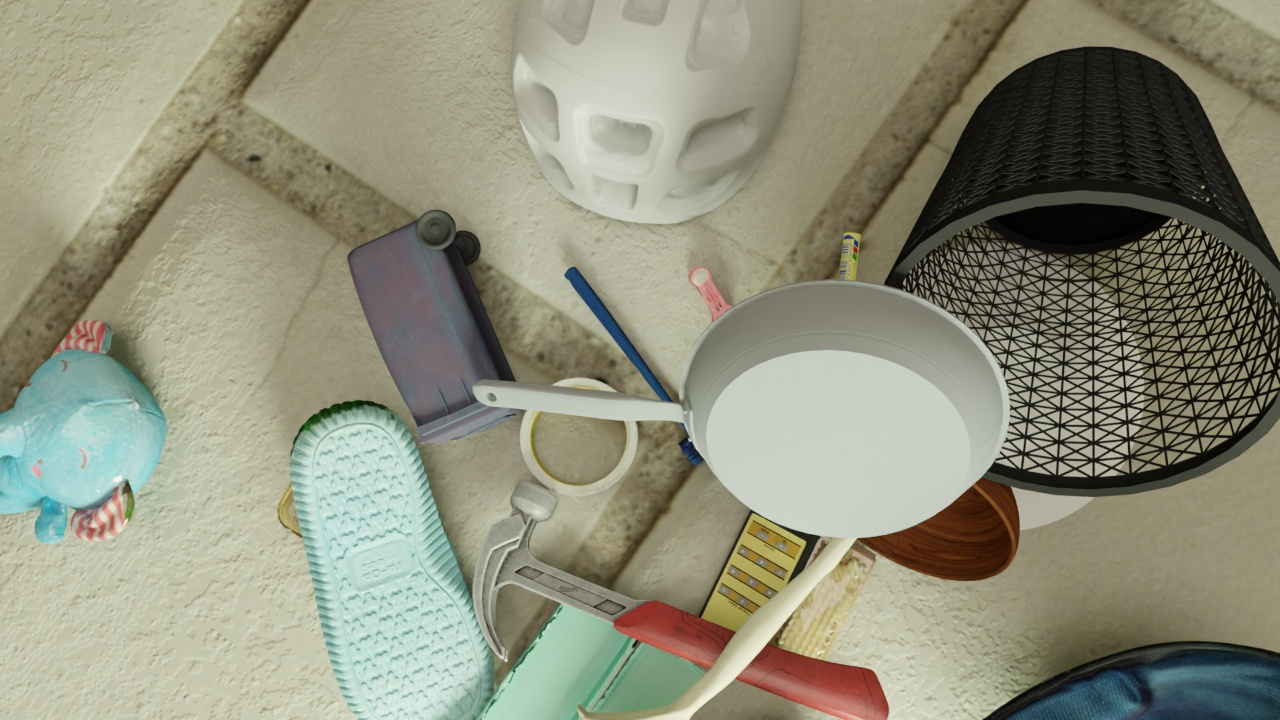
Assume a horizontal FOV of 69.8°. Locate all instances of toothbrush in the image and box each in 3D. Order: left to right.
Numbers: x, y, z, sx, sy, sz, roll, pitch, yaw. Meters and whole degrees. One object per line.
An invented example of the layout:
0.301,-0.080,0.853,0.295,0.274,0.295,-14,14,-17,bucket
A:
-0.004,0.004,0.737,0.017,0.016,0.190,-36,85,7,toothbrush

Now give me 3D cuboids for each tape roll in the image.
-0.049,0.061,0.734,0.094,0.019,0.094,0,86,3,tape roll

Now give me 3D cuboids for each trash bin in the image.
-0.150,-0.021,0.710,0.092,0.094,0.161,-24,88,1,trash bin
0.280,-0.076,0.594,0.217,0.218,0.242,25,47,4,trash bin

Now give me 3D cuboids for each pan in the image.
0.046,0.038,0.591,0.357,0.050,0.201,1,129,16,pan

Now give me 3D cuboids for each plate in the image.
0.280,0.019,0.713,0.229,0.030,0.229,0,86,3,plate

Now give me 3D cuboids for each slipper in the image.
-0.191,0.161,0.690,0.115,0.070,0.276,-19,103,-26,slipper

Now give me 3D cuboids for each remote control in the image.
0.094,0.161,0.708,0.058,0.013,0.133,24,87,37,remote control

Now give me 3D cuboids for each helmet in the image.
0.017,-0.259,0.715,0.224,0.184,0.281,21,67,0,helmet
0.348,0.341,0.584,0.316,0.249,0.236,-26,114,1,helmet

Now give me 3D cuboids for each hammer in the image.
0.025,0.201,0.673,0.316,0.036,0.126,19,68,12,hammer

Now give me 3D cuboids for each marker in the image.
0.161,-0.036,0.732,0.014,0.014,0.132,7,86,3,marker

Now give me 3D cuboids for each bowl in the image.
0.210,0.087,0.670,0.147,0.148,0.068,36,59,5,bowl

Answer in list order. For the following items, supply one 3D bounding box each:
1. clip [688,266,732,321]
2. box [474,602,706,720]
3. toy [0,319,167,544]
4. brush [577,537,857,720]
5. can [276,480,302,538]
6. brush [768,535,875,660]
0.057,-0.052,0.729,0.023,0.044,0.060,-32,71,4,clip
-0.051,0.276,0.684,0.138,0.057,0.186,35,75,16,box
-0.466,0.064,0.719,0.181,0.114,0.183,-21,75,13,toy
0.071,0.189,0.629,0.272,0.062,0.077,-38,91,-10,brush
-0.236,0.094,0.722,0.054,0.059,0.100,28,89,4,can
0.135,0.191,0.705,0.049,0.039,0.117,28,90,4,brush
